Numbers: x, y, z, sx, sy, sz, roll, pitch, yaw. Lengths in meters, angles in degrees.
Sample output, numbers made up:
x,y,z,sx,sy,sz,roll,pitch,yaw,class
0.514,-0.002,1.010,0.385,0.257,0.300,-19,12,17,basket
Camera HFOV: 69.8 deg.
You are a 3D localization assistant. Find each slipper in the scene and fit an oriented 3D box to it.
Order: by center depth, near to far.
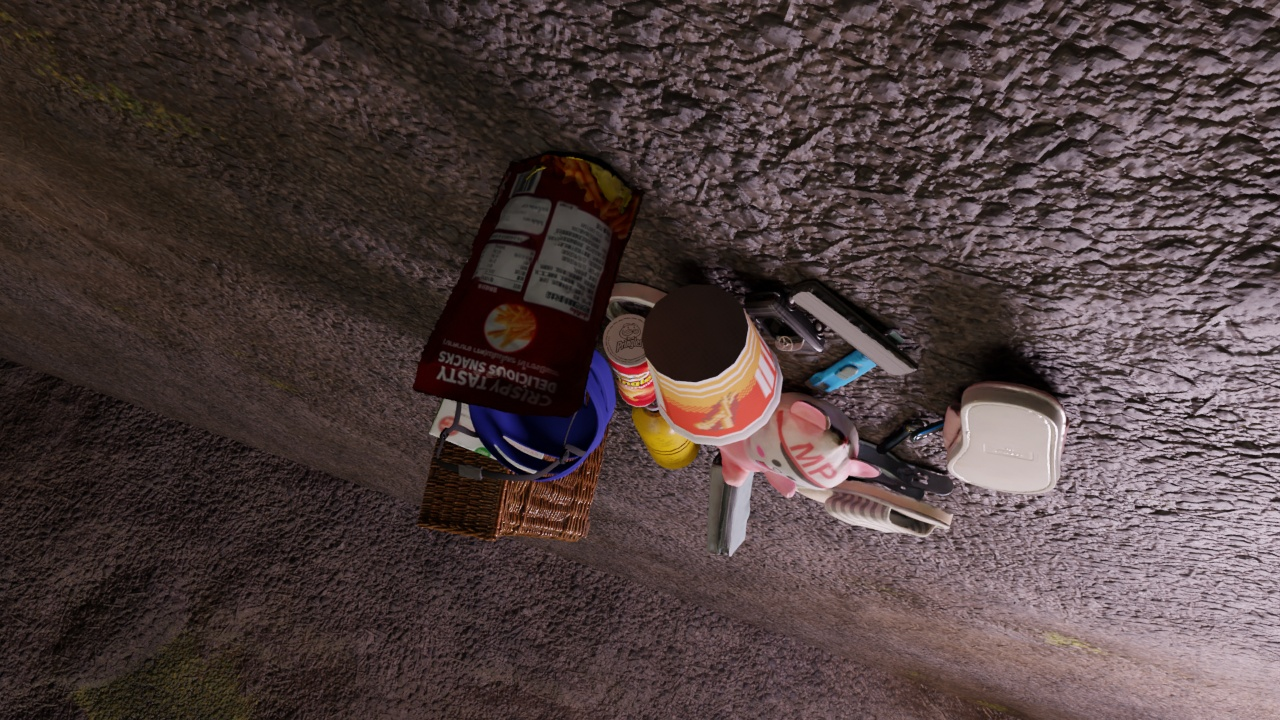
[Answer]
x,y,z,sx,sy,sz,roll,pitch,yaw,class
0.346,0.069,0.868,0.114,0.054,0.274,12,161,20,slipper
0.288,0.189,1.190,0.114,0.054,0.273,19,173,-22,slipper

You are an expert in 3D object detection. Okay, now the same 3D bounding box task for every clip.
x,y,z,sx,sy,sz,roll,pitch,yaw,class
0.297,0.127,1.099,0.163,0.028,0.115,22,161,-10,clip

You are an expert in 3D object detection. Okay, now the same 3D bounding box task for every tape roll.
x,y,z,sx,sy,sz,roll,pitch,yaw,class
0.007,-0.048,0.931,0.094,0.018,0.094,17,160,6,tape roll

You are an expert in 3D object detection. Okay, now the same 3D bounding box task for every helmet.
x,y,z,sx,sy,sz,roll,pitch,yaw,class
-0.116,0.064,0.921,0.148,0.227,0.242,9,135,14,helmet

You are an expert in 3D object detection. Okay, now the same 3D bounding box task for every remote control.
x,y,z,sx,sy,sz,roll,pitch,yaw,class
0.188,-0.027,0.808,0.136,0.013,0.033,34,156,-21,remote control

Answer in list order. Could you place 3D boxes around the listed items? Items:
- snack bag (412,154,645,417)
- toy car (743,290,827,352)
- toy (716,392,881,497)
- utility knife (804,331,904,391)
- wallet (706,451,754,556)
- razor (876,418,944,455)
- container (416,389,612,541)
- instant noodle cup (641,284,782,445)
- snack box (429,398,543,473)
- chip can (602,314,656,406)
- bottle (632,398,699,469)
x,y,z,sx,sy,sz,roll,pitch,yaw,class
-0.084,-0.059,0.710,0.139,0.207,0.067,13,159,15,snack bag
0.130,-0.033,0.828,0.040,0.037,0.092,-1,152,43,toy car
0.155,0.087,1.035,0.214,0.084,0.142,-5,127,53,toy
0.206,0.004,0.887,0.031,0.015,0.186,22,158,-6,utility knife
0.121,0.193,1.246,0.054,0.132,0.100,5,-173,22,wallet
0.288,0.083,1.010,0.042,0.022,0.144,-19,168,-11,razor
-0.149,0.119,1.206,0.163,0.249,0.183,-1,161,44,container
0.061,0.000,0.840,0.123,0.123,0.121,12,161,20,instant noodle cup
-0.148,0.031,1.047,0.132,0.168,0.027,23,-168,-12,snack box
-0.006,0.006,0.986,0.052,0.051,0.215,17,168,7,chip can
0.032,0.079,1.161,0.071,0.071,0.164,13,159,17,bottle
